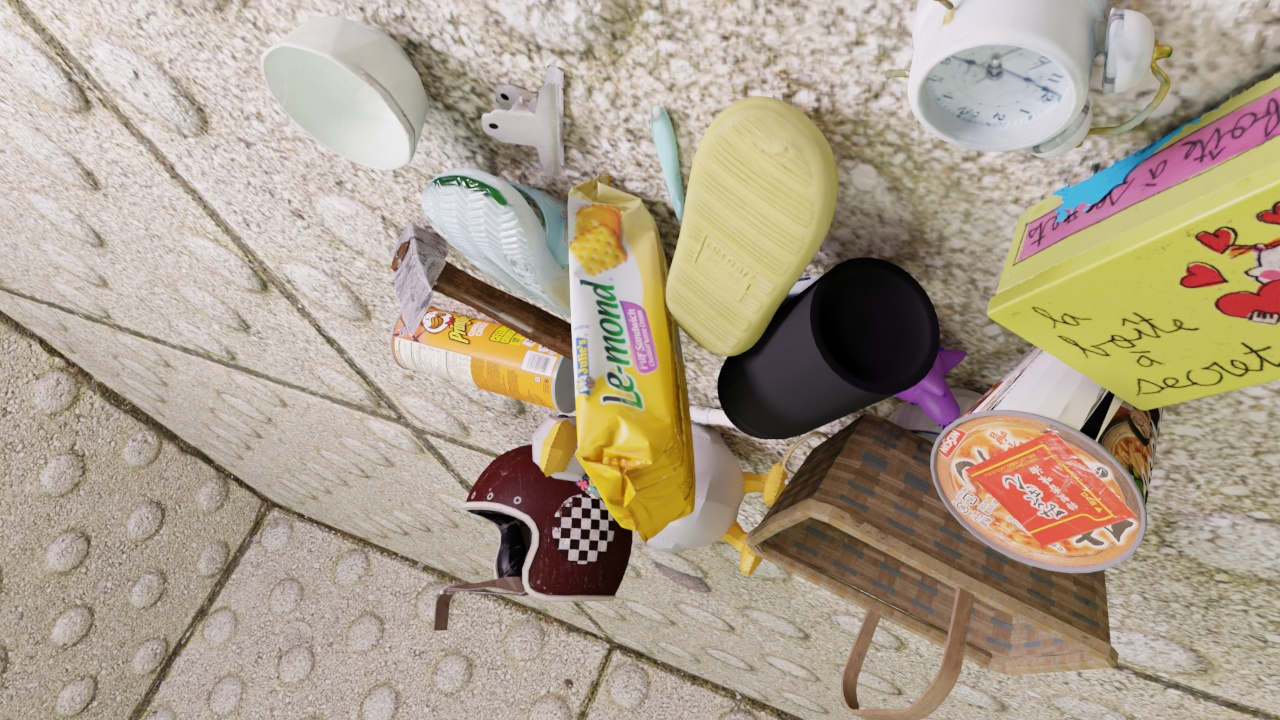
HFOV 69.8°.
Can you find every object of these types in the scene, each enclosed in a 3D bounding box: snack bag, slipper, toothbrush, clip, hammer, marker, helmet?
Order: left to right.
[{"bbox_3d":[-0.094,-0.100,0.735,0.104,0.074,0.245,25,172,14],"label":"slipper"},{"bbox_3d":[-0.078,-0.173,0.639,0.056,0.046,0.102,19,155,4],"label":"clip"},{"bbox_3d":[-0.131,0.237,1.216,0.233,0.253,0.234,7,167,-19],"label":"helmet"},{"bbox_3d":[-0.081,-0.017,0.826,0.300,0.037,0.217,27,-168,-24],"label":"hammer"},{"bbox_3d":[-0.004,0.004,0.676,0.068,0.246,0.160,-8,152,5],"label":"snack bag"},{"bbox_3d":[0.026,-0.113,0.654,0.016,0.016,0.181,17,154,21],"label":"toothbrush"},{"bbox_3d":[0.095,0.060,0.930,0.146,0.017,0.017,6,149,37],"label":"marker"},{"bbox_3d":[0.076,-0.082,0.578,0.091,0.081,0.191,40,142,18],"label":"slipper"}]

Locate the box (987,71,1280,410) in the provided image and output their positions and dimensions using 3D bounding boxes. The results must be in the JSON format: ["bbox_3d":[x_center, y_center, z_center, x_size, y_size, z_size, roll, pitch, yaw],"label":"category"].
[{"bbox_3d":[0.290,-0.054,0.434,0.124,0.081,0.221,31,154,-12],"label":"box"}]

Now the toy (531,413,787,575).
[{"bbox_3d":[0.017,0.125,0.978,0.268,0.141,0.246,18,176,14],"label":"toy"}]

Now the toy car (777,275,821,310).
[{"bbox_3d":[0.125,-0.045,0.676,0.038,0.027,0.090,36,157,-33],"label":"toy car"}]

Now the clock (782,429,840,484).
[{"bbox_3d":[0.205,0.115,0.841,0.159,0.081,0.117,32,127,-8],"label":"clock"}]

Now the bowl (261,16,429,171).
[{"bbox_3d":[-0.200,-0.196,0.650,0.117,0.061,0.118,21,155,10],"label":"bowl"}]

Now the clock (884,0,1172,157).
[{"bbox_3d":[0.177,-0.134,0.414,0.117,0.057,0.083,18,156,0],"label":"clock"}]

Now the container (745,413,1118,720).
[{"bbox_3d":[0.209,0.179,0.694,0.250,0.186,0.158,27,156,-2],"label":"container"}]

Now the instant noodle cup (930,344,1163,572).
[{"bbox_3d":[0.267,0.045,0.577,0.124,0.121,0.124,28,141,25],"label":"instant noodle cup"}]

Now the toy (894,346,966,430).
[{"bbox_3d":[0.192,-0.002,0.663,0.088,0.056,0.106,33,-171,-20],"label":"toy"}]

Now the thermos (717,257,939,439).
[{"bbox_3d":[0.115,0.004,0.641,0.086,0.086,0.199,29,160,-6],"label":"thermos"}]

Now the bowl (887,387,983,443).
[{"bbox_3d":[0.250,0.062,0.728,0.118,0.062,0.118,21,155,10],"label":"bowl"}]

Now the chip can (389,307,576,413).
[{"bbox_3d":[-0.161,-0.004,0.982,0.215,0.075,0.075,13,153,26],"label":"chip can"}]
